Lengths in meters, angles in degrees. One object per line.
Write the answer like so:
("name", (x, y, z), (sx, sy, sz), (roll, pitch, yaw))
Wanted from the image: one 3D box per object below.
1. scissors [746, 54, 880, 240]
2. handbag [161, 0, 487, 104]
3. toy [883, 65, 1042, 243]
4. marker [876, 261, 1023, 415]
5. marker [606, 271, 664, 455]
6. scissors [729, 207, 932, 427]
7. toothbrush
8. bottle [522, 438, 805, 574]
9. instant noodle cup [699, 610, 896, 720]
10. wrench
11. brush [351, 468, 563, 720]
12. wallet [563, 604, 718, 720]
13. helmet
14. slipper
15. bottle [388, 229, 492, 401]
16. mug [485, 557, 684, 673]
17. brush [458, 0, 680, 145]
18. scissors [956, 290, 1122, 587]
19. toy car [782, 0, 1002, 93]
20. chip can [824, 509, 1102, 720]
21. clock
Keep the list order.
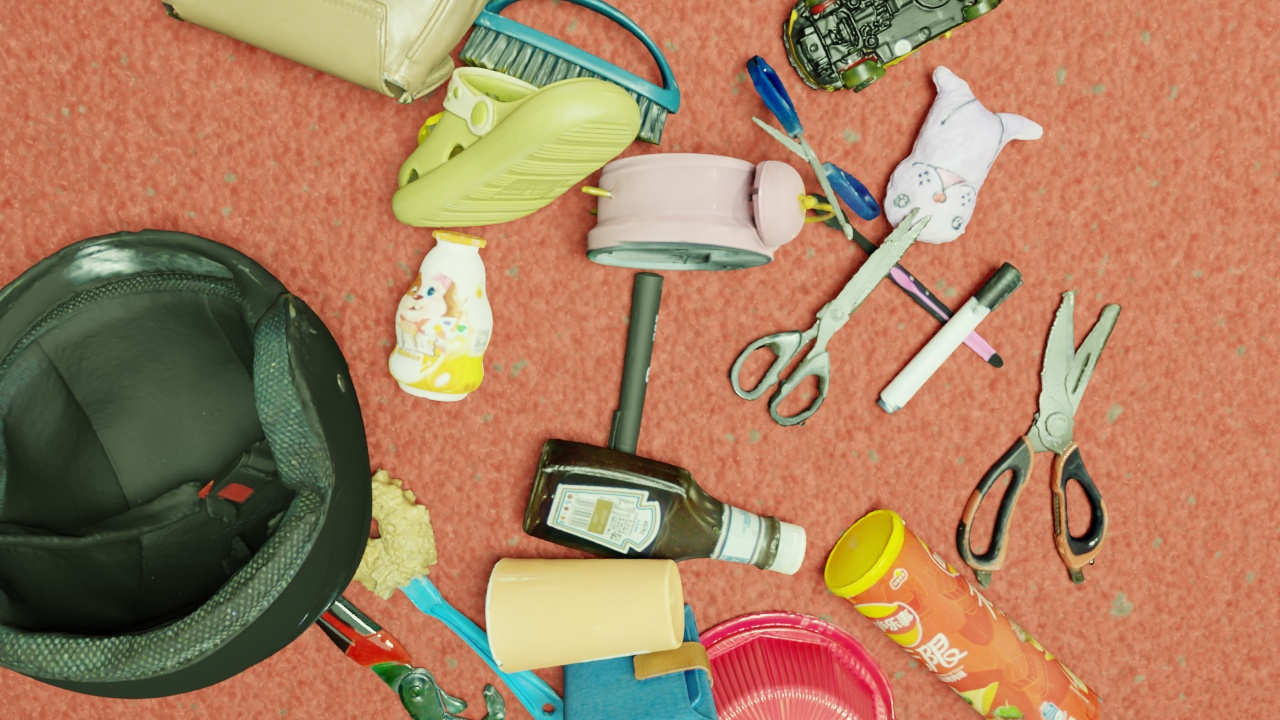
("scissors", (0.108, -0.127, 0.569), (0.012, 0.172, 0.162), (-37, 135, 25))
("handbag", (-0.183, -0.246, 0.543), (0.204, 0.099, 0.148), (22, 96, 8))
("toy", (0.207, -0.128, 0.612), (0.084, 0.039, 0.108), (26, 98, -4))
("marker", (0.215, -0.013, 0.638), (0.022, 0.018, 0.131), (33, 106, -21))
("marker", (-0.004, 0.004, 0.640), (0.022, 0.020, 0.132), (5, 102, -18))
("scissors", (0.125, -0.035, 0.624), (0.137, 0.014, 0.175), (4, 110, 5))
("toothbrush", (0.186, -0.054, 0.641), (0.189, 0.017, 0.014), (39, 98, -12))
("bottle", (0.019, 0.111, 0.645), (0.195, 0.044, 0.080), (15, 120, -5))
("instant noodle cup", (0.102, 0.286, 0.675), (0.194, 0.066, 0.194), (0, 100, -3))
("wrench", (-0.211, 0.192, 0.671), (0.273, 0.016, 0.056), (42, 94, -9))
("brush", (-0.136, 0.182, 0.664), (0.083, 0.046, 0.254), (-40, 103, 1))
("wallet", (-0.003, 0.224, 0.624), (0.106, 0.133, 0.040), (-17, 110, 2))
("helmet", (-0.280, 0.061, 0.540), (0.233, 0.231, 0.274), (-18, 59, -14))
("slipper", (-0.079, -0.135, 0.549), (0.191, 0.091, 0.081), (-16, 82, 45))
("bottle", (-0.129, -0.030, 0.608), (0.063, 0.063, 0.108), (12, 100, -4))
("mug", (-0.035, 0.171, 0.629), (0.123, 0.078, 0.078), (-6, 101, 11))
("brush", (-0.040, -0.193, 0.584), (0.144, 0.055, 0.073), (22, 100, -5))
("scissors", (0.302, 0.067, 0.665), (0.196, 0.015, 0.215), (-34, 99, 5))
("toy car", (0.169, -0.230, 0.591), (0.156, 0.041, 0.071), (-29, 100, 5))
("chip can", (0.232, 0.201, 0.660), (0.216, 0.073, 0.073), (42, 96, -9))
("clock", (0.044, -0.091, 0.578), (0.158, 0.117, 0.060), (2, 89, -1))
